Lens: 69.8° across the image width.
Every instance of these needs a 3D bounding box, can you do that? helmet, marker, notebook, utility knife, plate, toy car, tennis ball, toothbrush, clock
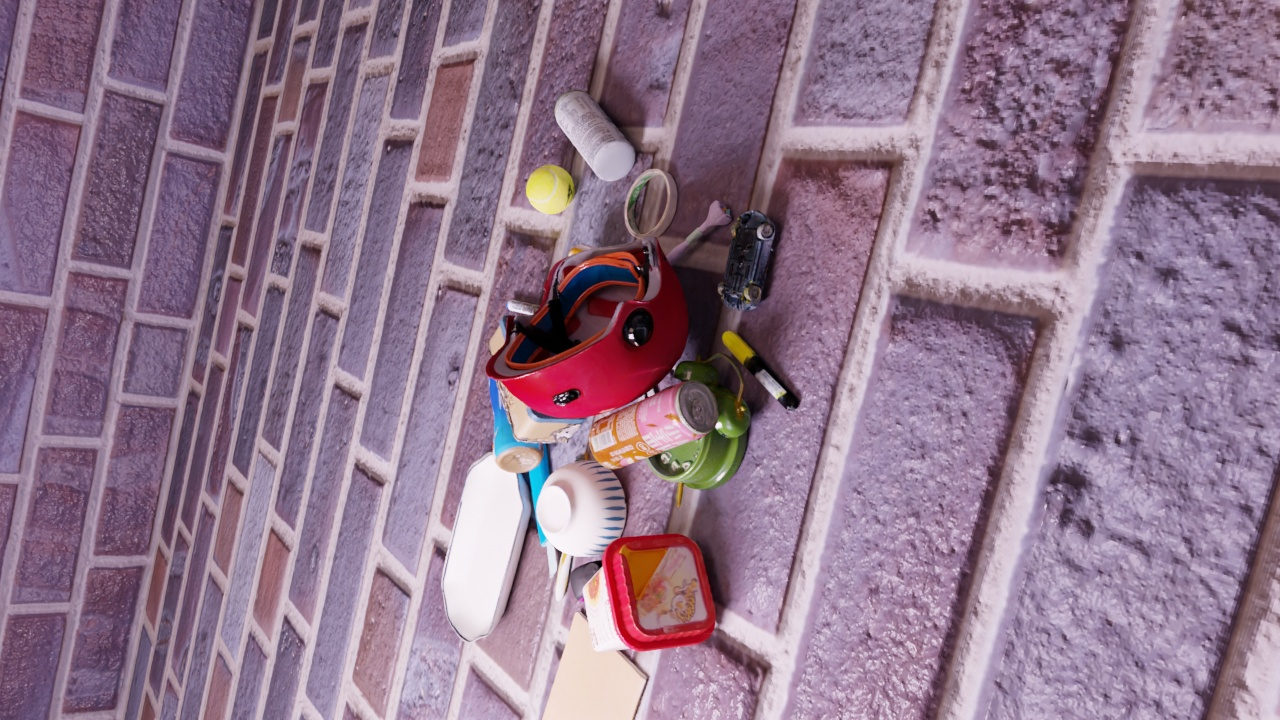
[{"bbox_3d":[-0.043,-0.016,0.996,0.207,0.144,0.239,-6,39,46],"label":"helmet"},{"bbox_3d":[0.123,0.010,0.943,0.124,0.015,0.018,51,122,39],"label":"marker"},{"bbox_3d":[-0.066,0.428,1.092,0.148,0.008,0.208,29,105,49],"label":"notebook"},{"bbox_3d":[-0.127,0.192,1.203,0.034,0.018,0.187,-34,56,39],"label":"utility knife"},{"bbox_3d":[-0.212,0.261,1.283,0.162,0.034,0.266,23,101,51],"label":"plate"},{"bbox_3d":[0.114,-0.104,0.961,0.049,0.031,0.105,17,97,50],"label":"toy car"},{"bbox_3d":[-0.147,-0.070,1.284,0.146,0.016,0.017,14,94,51],"label":"marker"},{"bbox_3d":[-0.122,-0.233,1.248,0.066,0.065,0.065,-13,72,49],"label":"tennis ball"},{"bbox_3d":[-0.089,0.210,1.156,0.016,0.018,0.191,12,91,53],"label":"toothbrush"},{"bbox_3d":[0.037,-0.120,1.068,0.029,0.021,0.190,53,130,3],"label":"toothbrush"},{"bbox_3d":[0.061,0.065,0.972,0.116,0.056,0.161,51,121,42],"label":"clock"}]

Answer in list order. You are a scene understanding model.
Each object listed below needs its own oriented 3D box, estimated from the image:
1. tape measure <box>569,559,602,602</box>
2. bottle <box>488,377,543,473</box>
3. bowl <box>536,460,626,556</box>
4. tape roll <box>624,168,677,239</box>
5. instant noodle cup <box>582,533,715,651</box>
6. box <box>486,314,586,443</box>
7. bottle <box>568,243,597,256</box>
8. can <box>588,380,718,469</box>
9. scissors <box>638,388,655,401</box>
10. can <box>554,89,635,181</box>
[{"bbox_3d":[-0.052,0.259,1.071,0.058,0.057,0.039,-36,57,31],"label":"tape measure"},{"bbox_3d":[-0.172,0.046,1.246,0.065,0.065,0.218,-44,41,36],"label":"bottle"},{"bbox_3d":[-0.081,0.178,1.099,0.117,0.066,0.116,-5,83,40],"label":"bowl"},{"bbox_3d":[0.012,-0.190,1.117,0.086,0.013,0.085,-13,73,49],"label":"tape roll"},{"bbox_3d":[0.001,0.255,0.973,0.124,0.116,0.116,-46,49,50],"label":"instant noodle cup"},{"bbox_3d":[-0.139,0.019,1.199,0.061,0.089,0.184,-48,53,39],"label":"box"},{"bbox_3d":[-0.070,-0.090,1.158,0.063,0.063,0.108,25,102,50],"label":"bottle"},{"bbox_3d":[0.011,0.068,0.941,0.148,0.057,0.057,-26,63,45],"label":"can"},{"bbox_3d":[0.002,-0.004,1.094,0.163,0.012,0.161,42,115,44],"label":"scissors"},{"bbox_3d":[-0.061,-0.294,1.191,0.058,0.058,0.146,-57,44,26],"label":"can"}]
